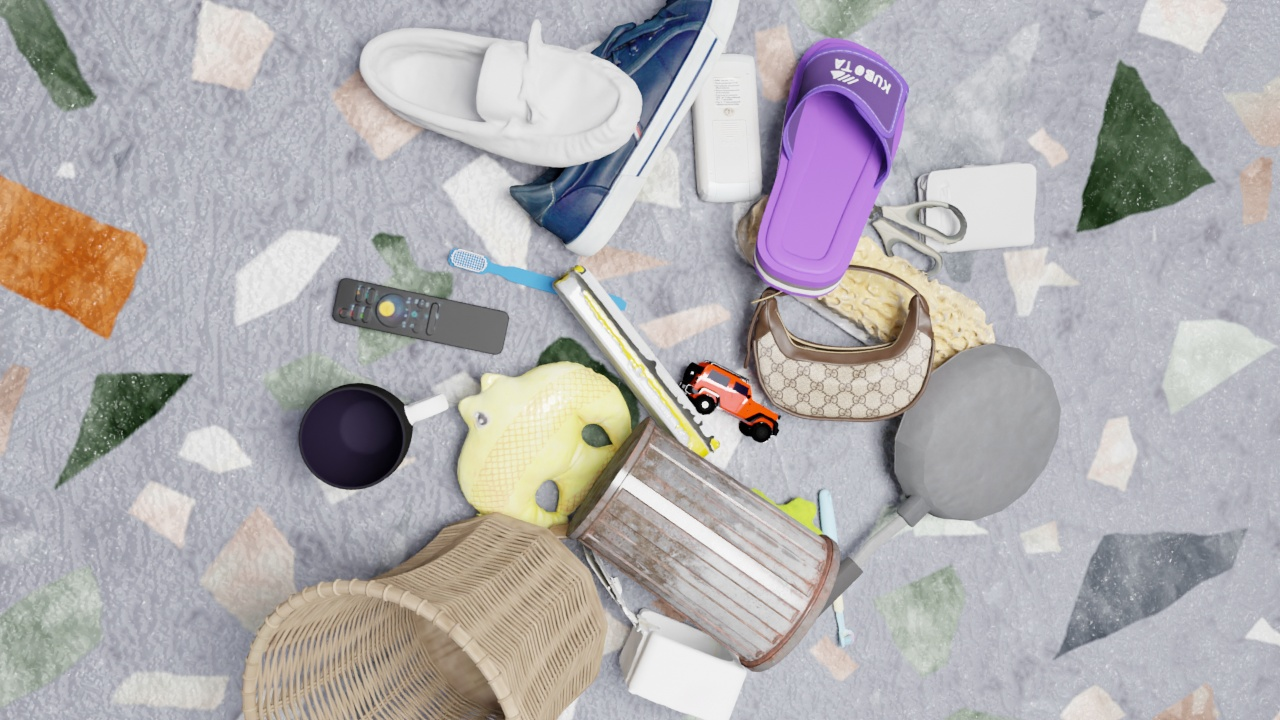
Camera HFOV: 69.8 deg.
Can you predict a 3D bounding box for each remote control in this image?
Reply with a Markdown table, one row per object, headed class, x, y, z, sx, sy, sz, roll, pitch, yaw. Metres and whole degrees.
| class | x | y | z | sx | sy | sz | roll | pitch | yaw |
| --- | --- | --- | --- | --- | --- | --- | --- | --- | --- |
| remote control | 0.080 | -0.217 | 0.852 | 0.060 | 0.025 | 0.138 | -4 | 90 | -9 |
| remote control | -0.194 | -0.039 | 0.817 | 0.152 | 0.020 | 0.041 | 12 | 90 | -8 |

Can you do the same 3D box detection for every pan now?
| class | x | y | z | sx | sy | sz | roll | pitch | yaw |
| --- | --- | --- | --- | --- | --- | --- | --- | --- | --- |
| pan | 0.260 | 0.137 | 0.857 | 0.357 | 0.041 | 0.178 | -44 | 120 | -2 |

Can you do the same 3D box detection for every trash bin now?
| class | x | y | z | sx | sy | sz | roll | pitch | yaw |
| --- | --- | --- | --- | --- | --- | --- | --- | --- | --- |
| trash bin | 0.058 | 0.157 | 0.775 | 0.211 | 0.131 | 0.130 | 35 | 86 | -3 |

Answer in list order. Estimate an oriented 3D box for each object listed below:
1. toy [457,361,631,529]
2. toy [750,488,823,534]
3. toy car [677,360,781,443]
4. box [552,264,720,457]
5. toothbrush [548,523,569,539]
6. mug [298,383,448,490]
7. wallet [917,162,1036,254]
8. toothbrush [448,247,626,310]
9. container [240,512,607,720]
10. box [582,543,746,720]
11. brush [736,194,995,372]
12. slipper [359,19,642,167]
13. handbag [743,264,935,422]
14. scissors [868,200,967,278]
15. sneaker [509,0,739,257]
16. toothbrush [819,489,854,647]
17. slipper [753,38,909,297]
| class | x | y | z | sx | sy | sz | roll | pitch | yaw |
| --- | --- | --- | --- | --- | --- | --- | --- | --- | --- |
| toy | -0.092 | 0.074 | 0.816 | 0.155 | 0.064 | 0.170 | 42 | 88 | -24 |
| toy | 0.125 | 0.159 | 0.866 | 0.093 | 0.036 | 0.094 | -22 | 101 | -13 |
| toy car | 0.084 | 0.037 | 0.847 | 0.100 | 0.051 | 0.049 | 26 | 89 | -9 |
| box | -0.006 | 0.005 | 0.821 | 0.033 | 0.064 | 0.209 | -39 | 100 | -10 |
| toothbrush | -0.006 | 0.149 | 0.845 | 0.166 | 0.016 | 0.016 | -5 | 72 | -17 |
| mug | -0.219 | 0.054 | 0.774 | 0.118 | 0.100 | 0.085 | -21 | 95 | -8 |
| wallet | 0.325 | -0.148 | 0.893 | 0.116 | 0.032 | 0.086 | -3 | 102 | -9 |
| toothbrush | -0.092 | -0.072 | 0.835 | 0.166 | 0.014 | 0.016 | 16 | 89 | -10 |
| container | -0.147 | 0.240 | 0.709 | 0.227 | 0.195 | 0.227 | 4 | 102 | 19 |
| box | 0.005 | 0.246 | 0.815 | 0.190 | 0.110 | 0.083 | 40 | 83 | -5 |
| brush | 0.212 | -0.068 | 0.862 | 0.271 | 0.057 | 0.083 | 32 | 87 | -9 |
| slipper | -0.117 | -0.224 | 0.751 | 0.247 | 0.074 | 0.112 | 15 | 104 | 16 |
| handbag | 0.176 | -0.018 | 0.822 | 0.167 | 0.063 | 0.138 | 2 | 106 | 14 |
| scissors | 0.232 | -0.146 | 0.868 | 0.132 | 0.012 | 0.170 | -28 | 107 | 29 |
| sneaker | -0.023 | -0.245 | 0.797 | 0.127 | 0.121 | 0.294 | 32 | 89 | -21 |
| toothbrush | 0.188 | 0.200 | 0.887 | 0.022 | 0.016 | 0.155 | -13 | 95 | -45 |
| slipper | 0.169 | -0.188 | 0.787 | 0.107 | 0.084 | 0.266 | 17 | 68 | 6 |
